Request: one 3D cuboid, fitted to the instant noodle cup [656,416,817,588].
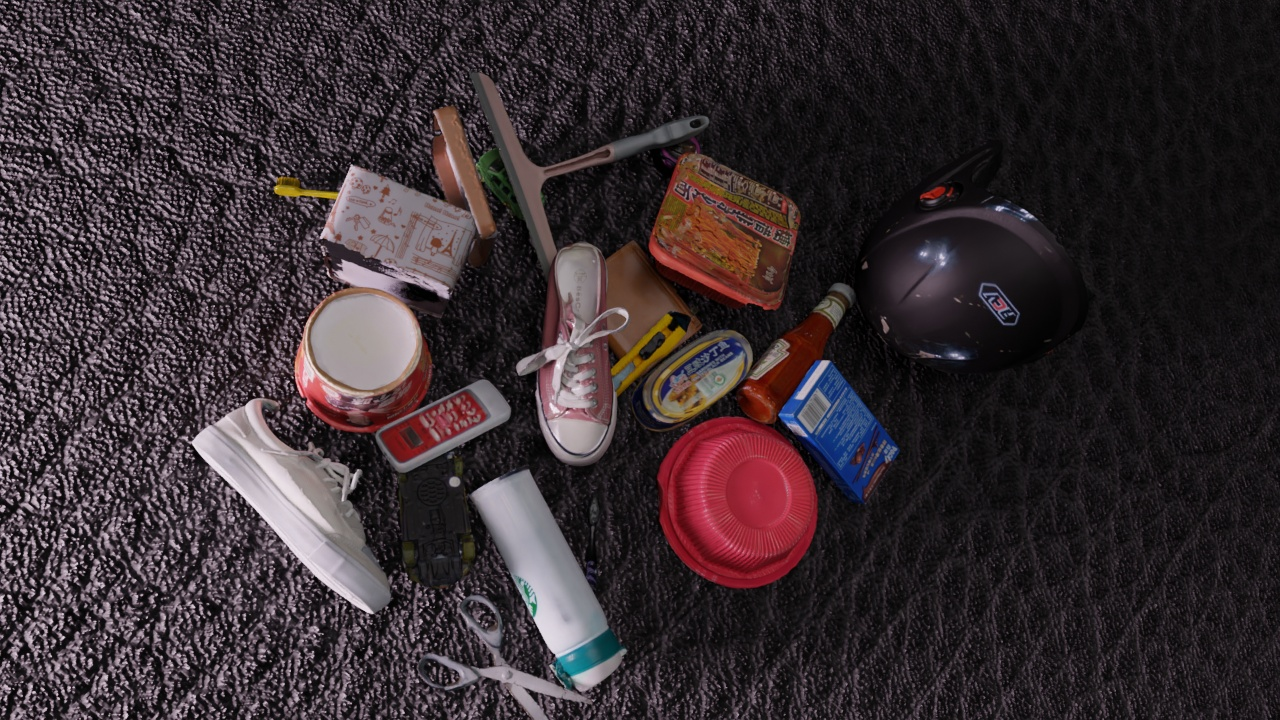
[{"bbox_3d":[0.117,0.150,1.005,0.193,0.066,0.193,4,75,-14],"label":"instant noodle cup"}]

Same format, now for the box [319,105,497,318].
[{"bbox_3d":[-0.212,-0.155,0.919,0.153,0.183,0.181,19,78,-13],"label":"box"}]

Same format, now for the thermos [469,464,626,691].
[{"bbox_3d":[-0.094,0.220,0.921,0.073,0.073,0.224,-26,83,-21],"label":"thermos"}]

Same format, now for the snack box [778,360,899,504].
[{"bbox_3d":[0.229,0.083,1.046,0.157,0.026,0.084,48,67,-23],"label":"snack box"}]

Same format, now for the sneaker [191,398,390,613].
[{"bbox_3d":[-0.311,0.134,0.880,0.242,0.090,0.090,44,64,6],"label":"sneaker"}]

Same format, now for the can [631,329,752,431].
[{"bbox_3d":[0.059,0.022,1.030,0.148,0.049,0.074,-34,86,-21],"label":"can"}]

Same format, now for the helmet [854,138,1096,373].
[{"bbox_3d":[0.371,-0.094,1.039,0.230,0.274,0.233,-38,101,6],"label":"helmet"}]

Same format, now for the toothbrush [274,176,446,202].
[{"bbox_3d":[-0.297,-0.180,1.001,0.190,0.016,0.016,4,68,-15],"label":"toothbrush"}]

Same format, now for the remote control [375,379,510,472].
[{"bbox_3d":[-0.201,0.065,0.943,0.135,0.020,0.056,-27,60,-28],"label":"remote control"}]

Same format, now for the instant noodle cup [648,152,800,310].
[{"bbox_3d":[0.091,-0.136,1.050,0.164,0.079,0.188,25,50,-8],"label":"instant noodle cup"}]

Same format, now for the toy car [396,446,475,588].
[{"bbox_3d":[-0.207,0.149,0.923,0.070,0.042,0.158,-3,66,-16],"label":"toy car"}]

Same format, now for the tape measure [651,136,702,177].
[{"bbox_3d":[0.044,-0.250,1.104,0.058,0.039,0.057,16,72,-11],"label":"tape measure"}]

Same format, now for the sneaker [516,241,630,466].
[{"bbox_3d":[-0.069,-0.008,0.959,0.118,0.088,0.241,1,88,3],"label":"sneaker"}]

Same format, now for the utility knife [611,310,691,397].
[{"bbox_3d":[-0.006,0.006,1.010,0.033,0.015,0.164,45,89,2],"label":"utility knife"}]

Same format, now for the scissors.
[{"bbox_3d":[-0.135,0.301,0.887,0.159,0.014,0.175,-15,60,-2],"label":"scissors"}]

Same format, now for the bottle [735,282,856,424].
[{"bbox_3d":[0.188,-0.015,1.073,0.060,0.060,0.205,42,64,-2],"label":"bottle"}]

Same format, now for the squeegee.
[{"bbox_3d":[-0.036,-0.236,1.044,0.249,0.040,0.247,-21,95,-15],"label":"squeegee"}]

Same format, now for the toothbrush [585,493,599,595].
[{"bbox_3d":[-0.052,0.234,0.960,0.014,0.017,0.188,4,76,-9],"label":"toothbrush"}]

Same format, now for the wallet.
[{"bbox_3d":[0.000,-0.063,1.044,0.118,0.035,0.130,-38,89,-21],"label":"wallet"}]

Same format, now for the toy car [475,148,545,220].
[{"bbox_3d":[-0.147,-0.202,1.040,0.043,0.036,0.091,-42,86,-20],"label":"toy car"}]

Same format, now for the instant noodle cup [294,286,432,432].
[{"bbox_3d":[-0.274,-0.003,0.910,0.137,0.109,0.137,4,75,-15],"label":"instant noodle cup"}]
